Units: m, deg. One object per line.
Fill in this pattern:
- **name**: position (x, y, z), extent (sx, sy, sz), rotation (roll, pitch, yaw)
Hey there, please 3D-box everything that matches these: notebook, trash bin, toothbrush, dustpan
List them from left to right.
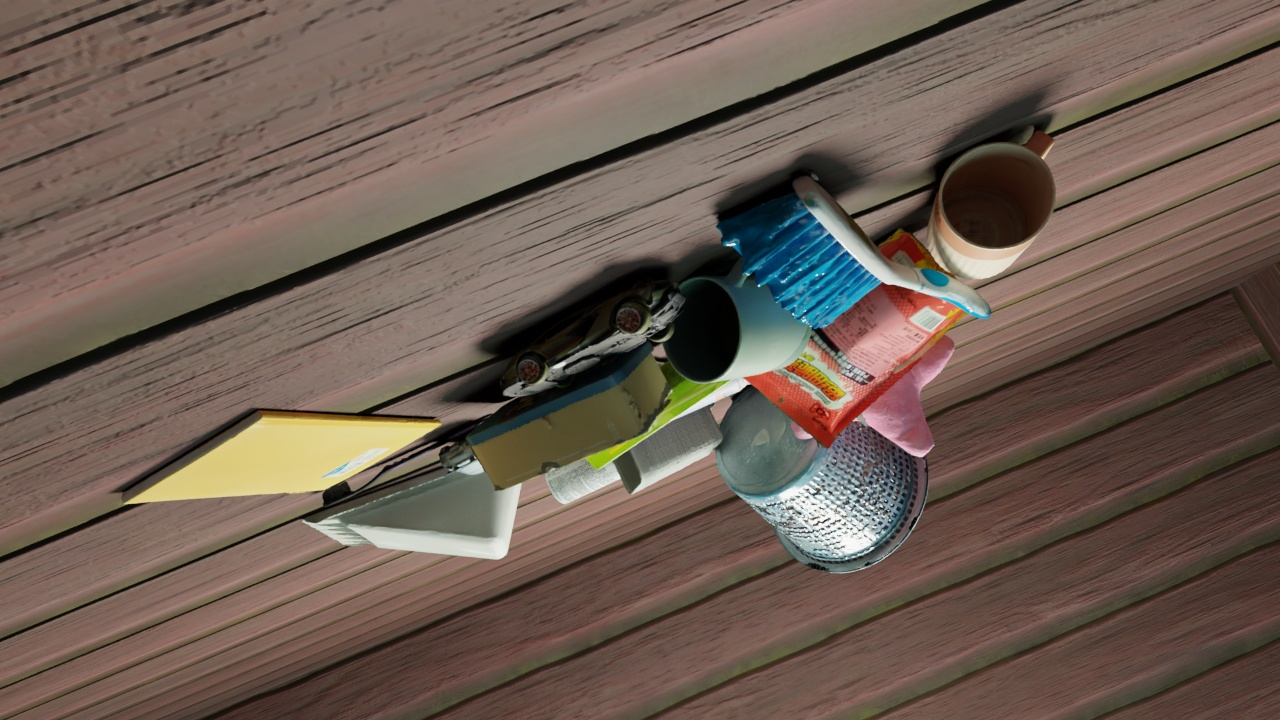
- **notebook**: position (-0.274, 0.077, 0.730), extent (0.146, 0.010, 0.206), rotation (-28, 165, 19)
- **toothbrush**: position (-0.222, 0.092, 0.869), extent (0.189, 0.016, 0.014), rotation (-27, 177, 6)
- **dustpan**: position (-0.225, 0.150, 1.074), extent (0.257, 0.142, 0.223), rotation (8, 162, -3)
- **trash bin**: position (0.204, 0.122, 1.116), extent (0.227, 0.226, 0.195), rotation (-30, 137, 27)

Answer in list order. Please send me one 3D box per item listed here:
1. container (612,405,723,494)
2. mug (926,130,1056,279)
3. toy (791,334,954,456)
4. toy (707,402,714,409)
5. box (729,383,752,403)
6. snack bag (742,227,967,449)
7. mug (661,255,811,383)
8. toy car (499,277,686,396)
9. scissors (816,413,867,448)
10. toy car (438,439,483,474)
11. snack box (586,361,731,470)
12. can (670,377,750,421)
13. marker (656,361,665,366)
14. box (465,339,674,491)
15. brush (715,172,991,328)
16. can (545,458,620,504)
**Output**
- **container**: position (0.026, 0.089, 1.078), extent (0.114, 0.090, 0.090), rotation (-21, 166, -18)
- **mug**: position (0.282, -0.126, 0.727), extent (0.114, 0.081, 0.106), rotation (-53, 166, 0)
- **toy**: position (0.228, 0.004, 0.972), extent (0.195, 0.178, 0.074), rotation (9, -177, 33)
- **toy**: position (0.054, 0.078, 1.184), extent (0.092, 0.030, 0.096), rotation (-29, -175, 12)
- **box**: position (0.192, 0.025, 1.171), extent (0.164, 0.055, 0.070), rotation (-26, -179, 11)
- **snack bag**: position (0.203, -0.018, 0.864), extent (0.208, 0.128, 0.073), rotation (-46, -163, 23)
- **mug**: position (0.086, -0.040, 0.737), extent (0.106, 0.082, 0.112), rotation (-8, 129, -45)
- **toy car**: position (-0.038, -0.015, 0.689), extent (0.158, 0.042, 0.070), rotation (-28, 167, 14)
- **scissors**: position (0.170, 0.004, 0.907), extent (0.159, 0.178, 0.014), rotation (14, -160, -8)
- **toy car**: position (-0.151, 0.089, 0.902), extent (0.054, 0.037, 0.120), rotation (-28, 172, 15)
- **snack box**: position (0.016, 0.034, 0.839), extent (0.156, 0.026, 0.085), rotation (-34, -166, 10)
- **can**: position (0.043, 0.029, 0.950), extent (0.134, 0.053, 0.053), rotation (-24, 166, 5)
- **marker**: position (-0.005, 0.005, 0.865), extent (0.017, 0.017, 0.145), rotation (-28, 165, 20)
- **box**: position (-0.054, 0.045, 0.772), extent (0.185, 0.060, 0.089), rotation (-26, -170, 26)
- **brush**: position (0.181, -0.061, 0.710), extent (0.110, 0.060, 0.314), rotation (-38, 144, 19)
- **can**: position (-0.047, 0.128, 1.165), extent (0.147, 0.058, 0.058), rotation (-27, 165, 15)
